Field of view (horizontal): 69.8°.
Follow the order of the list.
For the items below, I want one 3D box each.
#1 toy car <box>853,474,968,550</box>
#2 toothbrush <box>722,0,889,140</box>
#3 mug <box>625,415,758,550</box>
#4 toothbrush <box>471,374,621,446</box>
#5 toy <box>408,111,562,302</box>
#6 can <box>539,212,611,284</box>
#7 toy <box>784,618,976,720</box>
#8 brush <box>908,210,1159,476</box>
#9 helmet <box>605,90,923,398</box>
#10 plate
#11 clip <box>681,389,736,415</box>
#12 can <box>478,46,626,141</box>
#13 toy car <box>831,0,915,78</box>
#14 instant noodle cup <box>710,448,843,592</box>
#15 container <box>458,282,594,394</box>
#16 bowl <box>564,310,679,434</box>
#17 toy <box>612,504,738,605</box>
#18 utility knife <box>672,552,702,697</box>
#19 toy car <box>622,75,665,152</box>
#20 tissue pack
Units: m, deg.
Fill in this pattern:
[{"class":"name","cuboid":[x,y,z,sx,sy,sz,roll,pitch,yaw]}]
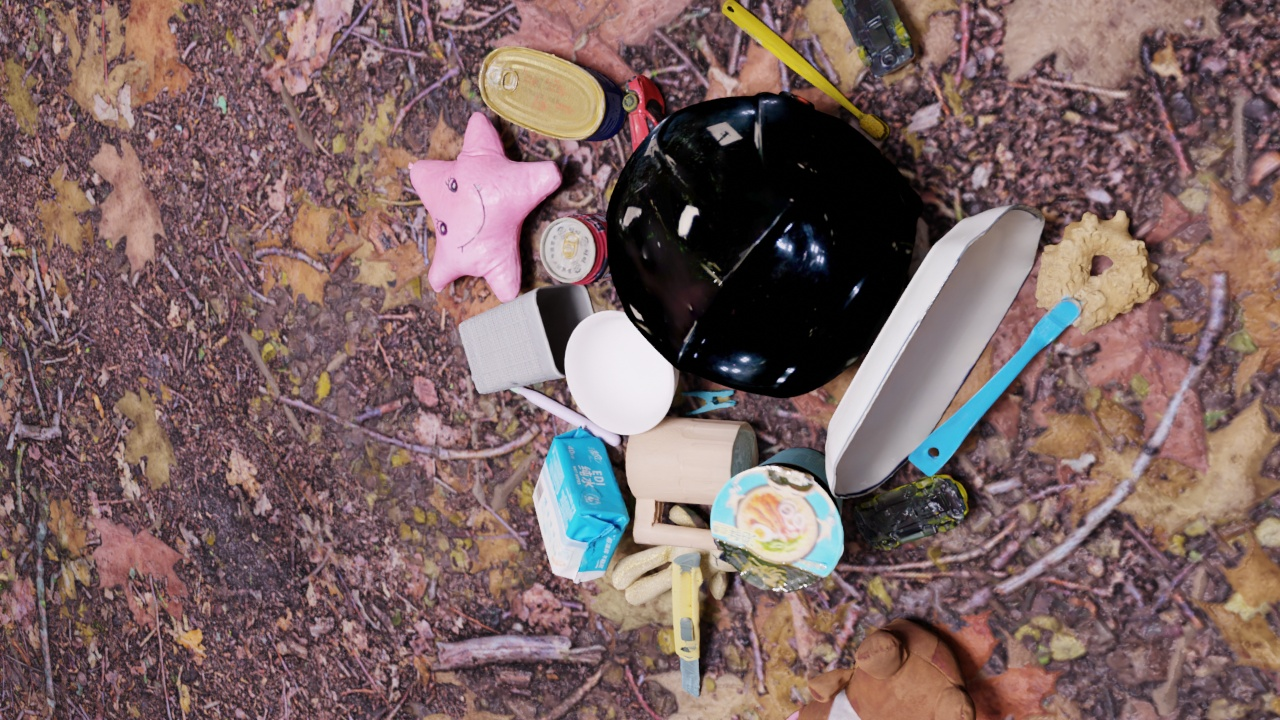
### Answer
[{"class":"toy car","cuboid":[0.237,0.131,0.805,0.105,0.032,0.048,-32,84,40]},{"class":"toothbrush","cuboid":[0.141,-0.253,0.795,0.190,0.016,0.016,45,115,14]},{"class":"mug","cuboid":[0.048,0.115,0.865,0.104,0.084,0.124,1,79,26]},{"class":"toothbrush","cuboid":[-0.102,0.049,0.977,0.189,0.029,0.021,24,72,22]},{"class":"toy","cuboid":[-0.177,-0.152,0.949,0.178,0.074,0.195,34,114,19]},{"class":"can","cuboid":[-0.046,-0.107,0.876,0.067,0.093,0.066,5,101,27]},{"class":"toy","cuboid":[0.205,0.327,0.812,0.140,0.130,0.200,39,124,11]},{"class":"brush","cuboid":[0.305,-0.006,0.730,0.083,0.045,0.255,40,109,12]},{"class":"helmet","cuboid":[0.081,-0.101,0.747,0.234,0.229,0.274,-54,54,22]},{"class":"plate","cuboid":[0.222,-0.007,0.720,0.034,0.161,0.266,40,117,33]},{"class":"clip","cuboid":[0.066,0.038,0.889,0.056,0.014,0.040,-10,94,28]},{"class":"can","cuboid":[-0.086,-0.259,0.896,0.148,0.049,0.075,24,109,22]},{"class":"toy car","cuboid":[0.191,-0.279,0.753,0.042,0.035,0.090,-27,85,28]},{"class":"instant noodle cup","cuboid":[0.132,0.128,0.805,0.111,0.120,0.111,4,102,21]},{"class":"container","cuboid":[-0.113,-0.020,0.933,0.115,0.090,0.090,-15,91,33]},{"class":"bowl","cuboid":[-0.005,0.005,0.867,0.118,0.064,0.118,10,109,30]},{"class":"toy","cuboid":[0.045,0.196,0.898,0.157,0.066,0.105,-26,92,23]},{"class":"utility knife","cuboid":[0.048,0.262,0.902,0.031,0.021,0.207,9,130,18]},{"class":"toy car","cuboid":[0.010,-0.212,0.854,0.031,0.049,0.106,-6,96,28]},{"class":"tissue pack","cuboid":[-0.059,0.142,0.914,0.140,0.063,0.090,-115,38,-49]}]
